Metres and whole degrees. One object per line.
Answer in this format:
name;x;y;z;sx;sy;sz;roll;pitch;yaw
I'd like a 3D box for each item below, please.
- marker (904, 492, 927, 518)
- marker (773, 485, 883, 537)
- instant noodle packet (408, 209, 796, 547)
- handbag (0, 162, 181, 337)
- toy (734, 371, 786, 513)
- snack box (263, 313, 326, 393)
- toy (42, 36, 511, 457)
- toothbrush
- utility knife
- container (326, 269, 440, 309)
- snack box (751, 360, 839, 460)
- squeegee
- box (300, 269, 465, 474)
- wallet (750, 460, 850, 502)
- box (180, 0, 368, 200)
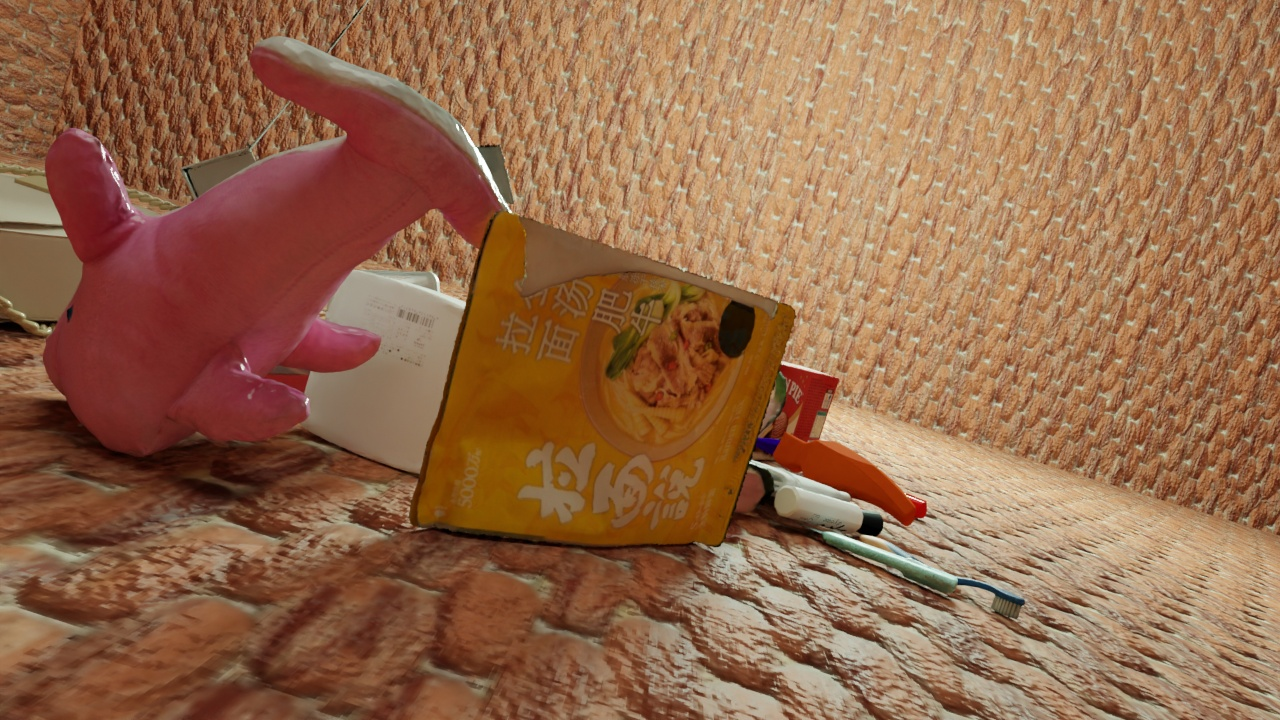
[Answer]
marker;0.242;0.137;1.002;0.145;0.021;0.023;20;-17;41
marker;0.155;0.123;0.738;0.125;0.025;0.025;20;1;-40
instant noodle packet;-0.020;0.020;0.518;0.084;0.163;0.221;22;7;40
handbag;-0.461;-0.082;0.675;0.211;0.103;0.208;18;12;14
toy;-0.002;0.052;0.684;0.205;0.131;0.105;11;19;15
snack box;-0.205;-0.004;0.664;0.133;0.021;0.089;2;31;-14
toy;-0.186;-0.024;0.433;0.186;0.266;0.127;40;27;-46
toothbrush;0.219;0.158;0.682;0.021;0.017;0.135;18;0;-44
utility knife;0.172;0.144;0.679;0.129;0.015;0.022;16;0;35
container;-0.271;-0.051;0.952;0.129;0.081;0.049;5;12;30
snack box;0.151;0.056;1.076;0.060;0.113;0.236;20;6;32
squeegee;0.180;0.105;0.868;0.249;0.055;0.185;30;0;-44
box;-0.127;0.010;0.606;0.124;0.109;0.136;19;6;9
wallet;0.117;0.107;0.780;0.086;0.032;0.116;13;-8;45
box;-0.312;-0.200;0.819;0.150;0.369;0.167;18;4;-26
